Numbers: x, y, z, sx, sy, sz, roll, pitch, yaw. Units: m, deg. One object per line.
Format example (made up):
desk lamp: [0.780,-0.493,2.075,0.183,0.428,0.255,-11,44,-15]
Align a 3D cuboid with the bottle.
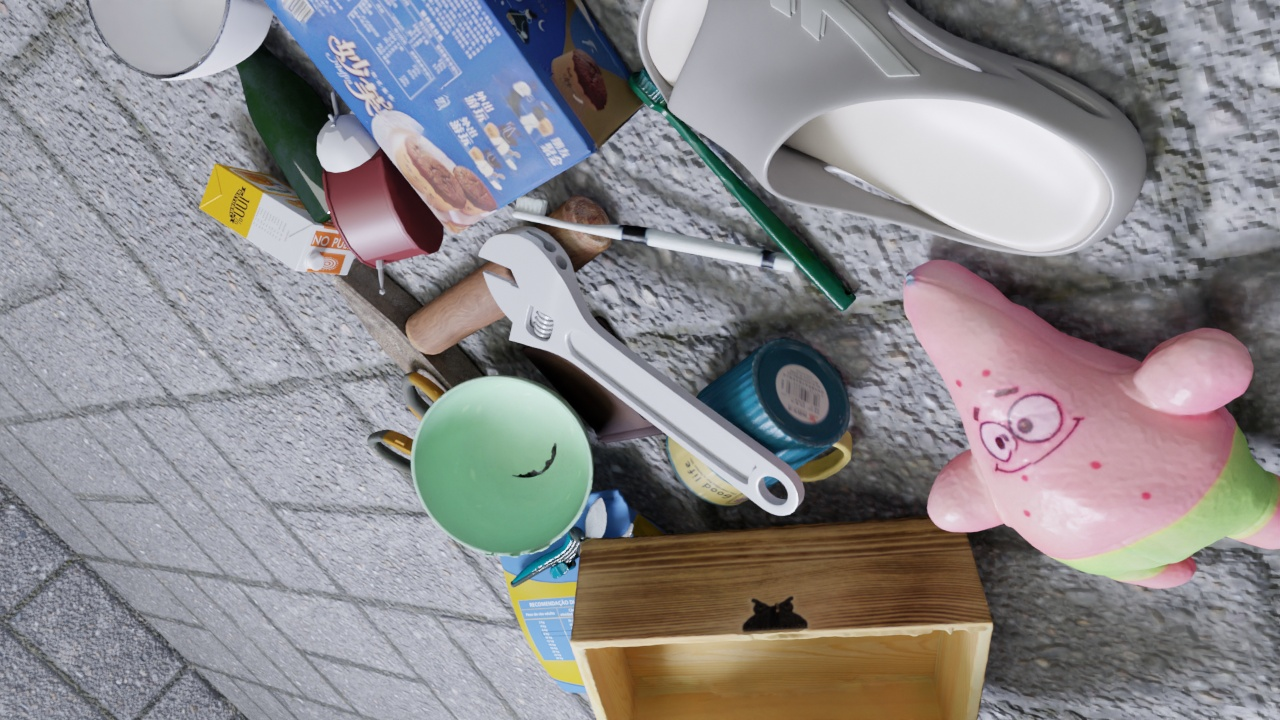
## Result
bottle: [-0.266,-0.190,0.681,0.055,0.055,0.174,-17,109,46]

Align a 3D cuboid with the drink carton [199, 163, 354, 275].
drink carton: [-0.290,-0.113,0.749,0.122,0.058,0.040,30,103,20]

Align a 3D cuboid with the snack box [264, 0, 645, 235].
snack box: [-0.118,-0.194,0.549,0.155,0.069,0.203,-18,116,45]

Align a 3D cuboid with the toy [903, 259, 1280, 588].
toy: [0.231,0.035,0.495,0.236,0.096,0.193,45,133,3]

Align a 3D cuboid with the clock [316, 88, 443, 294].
clock: [-0.183,-0.125,0.643,0.048,0.096,0.138,-13,114,11]

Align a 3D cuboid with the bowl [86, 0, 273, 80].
bowl: [-0.302,-0.246,0.616,0.116,0.065,0.116,4,104,16]

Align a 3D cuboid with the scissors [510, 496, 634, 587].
scissors: [-0.052,0.187,0.786,0.154,0.019,0.124,-22,92,32]

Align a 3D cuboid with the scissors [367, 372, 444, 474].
scissors: [-0.174,0.100,0.868,0.217,0.016,0.225,-10,125,40]

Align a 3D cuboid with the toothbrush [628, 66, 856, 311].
toothbrush: [0.064,-0.102,0.545,0.190,0.016,0.017,45,137,-10]

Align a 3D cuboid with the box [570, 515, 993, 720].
box: [0.105,0.323,0.630,0.279,0.322,0.284,-6,132,6]

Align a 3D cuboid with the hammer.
hammer: [-0.126,-0.057,0.717,0.302,0.037,0.158,-23,112,47]

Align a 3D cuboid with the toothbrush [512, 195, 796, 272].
toothbrush: [0.007,-0.081,0.582,0.187,0.012,0.017,12,102,10]

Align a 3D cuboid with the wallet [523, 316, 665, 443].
wallet: [-0.033,0.022,0.741,0.092,0.018,0.115,-14,121,44]

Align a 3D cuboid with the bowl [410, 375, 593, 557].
bowl: [-0.107,0.080,0.767,0.151,0.077,0.151,1,101,8]

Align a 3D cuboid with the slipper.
slipper: [0.105,-0.115,0.449,0.266,0.080,0.113,29,144,10]

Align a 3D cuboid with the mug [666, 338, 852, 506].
mug: [0.092,0.048,0.629,0.113,0.083,0.108,24,141,-18]

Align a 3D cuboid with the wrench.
wrench: [-0.004,0.003,0.601,0.273,0.018,0.087,36,133,19]

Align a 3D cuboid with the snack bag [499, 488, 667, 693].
snack bag: [-0.039,0.204,0.843,0.159,0.102,0.205,-12,118,31]
